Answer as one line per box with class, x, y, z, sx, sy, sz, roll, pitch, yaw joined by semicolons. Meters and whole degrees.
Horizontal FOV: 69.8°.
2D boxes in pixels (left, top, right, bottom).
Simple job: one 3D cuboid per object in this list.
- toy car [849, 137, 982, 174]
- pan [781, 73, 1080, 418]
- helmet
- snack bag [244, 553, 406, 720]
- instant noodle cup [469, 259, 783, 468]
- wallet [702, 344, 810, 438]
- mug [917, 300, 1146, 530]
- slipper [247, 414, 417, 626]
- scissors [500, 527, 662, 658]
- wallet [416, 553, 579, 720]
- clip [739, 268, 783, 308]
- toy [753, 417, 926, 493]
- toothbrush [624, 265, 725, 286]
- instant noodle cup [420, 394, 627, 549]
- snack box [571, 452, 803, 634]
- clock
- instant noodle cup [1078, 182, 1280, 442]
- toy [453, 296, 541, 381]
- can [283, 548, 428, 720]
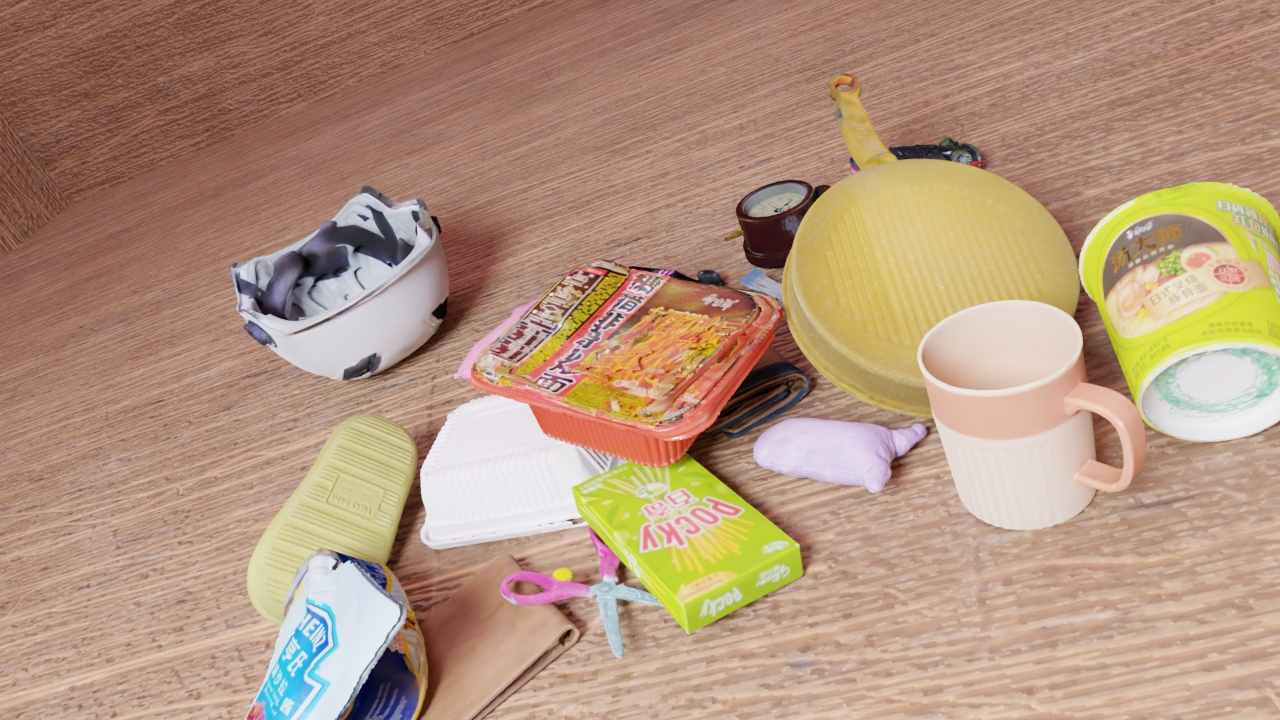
toy car;0.260;-0.183;0.871;0.120;0.045;0.052;-5;31;5
pan;0.192;-0.115;0.691;0.198;0.078;0.356;-7;60;1
helmet;-0.307;-0.064;1.004;0.228;0.146;0.259;-40;42;-21
snack bag;-0.204;0.208;0.531;0.110;0.039;0.191;16;79;58
instant noodle cup;-0.004;0.004;0.654;0.189;0.079;0.164;13;42;30
wallet;0.070;0.012;0.725;0.090;0.033;0.115;-25;29;-6
mug;0.219;0.035;0.507;0.081;0.106;0.115;-39;33;-22
slipper;-0.240;0.132;0.733;0.082;0.091;0.190;-51;16;48
scissors;-0.022;0.143;0.594;0.133;0.017;0.130;5;27;22
wallet;-0.108;0.187;0.598;0.115;0.020;0.101;-38;33;-15
clip;0.116;-0.061;0.815;0.027;0.045;0.058;-35;41;-22
toy;0.126;0.057;0.608;0.108;0.039;0.083;0;21;42
toothbrush;0.018;-0.091;0.936;0.014;0.018;0.189;-43;33;-24
instant noodle cup;-0.095;0.072;0.725;0.174;0.060;0.137;-14;32;21
snack box;0.025;0.108;0.597;0.085;0.026;0.156;-22;28;-20
clock;0.145;-0.132;0.868;0.122;0.055;0.081;-6;35;26
instant noodle cup;0.323;-0.023;0.531;0.112;0.112;0.123;-9;41;25
toy;-0.085;-0.019;0.835;0.178;0.075;0.194;-17;19;-9
can;-0.189;0.183;0.600;0.074;0.049;0.148;-55;38;6
